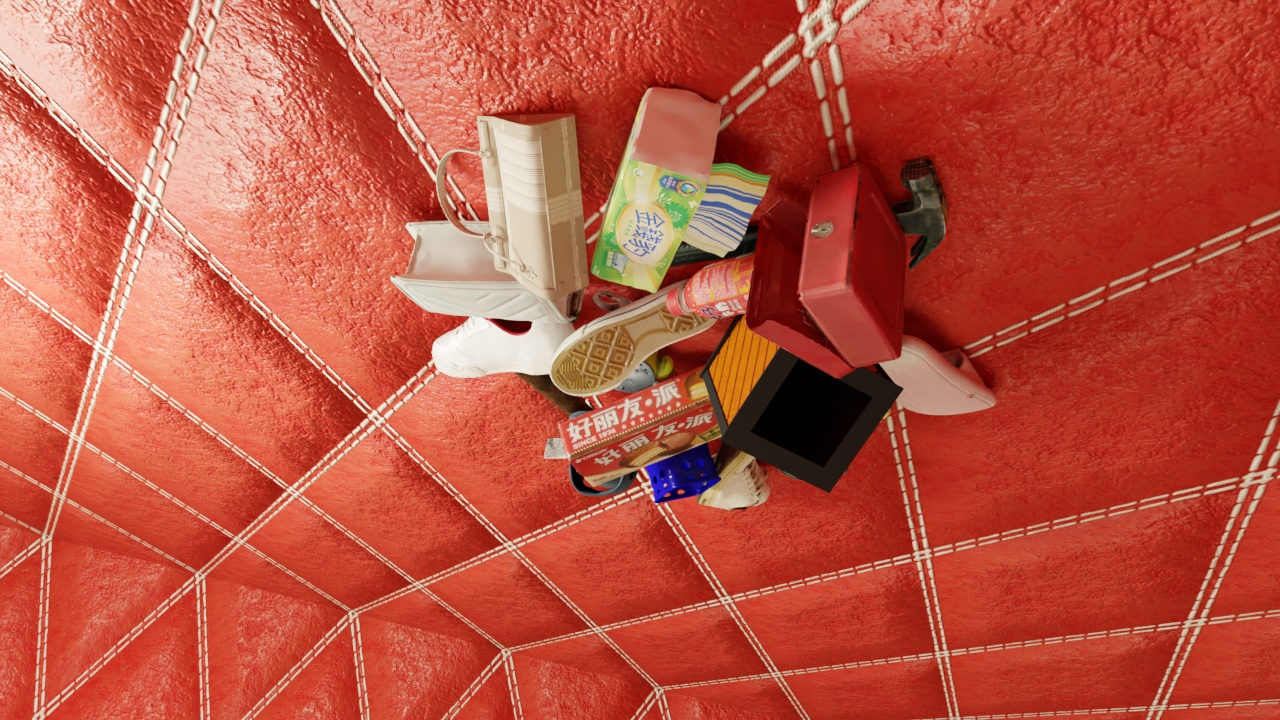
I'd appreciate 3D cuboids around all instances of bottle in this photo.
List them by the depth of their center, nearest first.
[{"bbox_3d":[0.090,-0.077,1.008,0.138,0.061,0.062,-13,140,39],"label":"bottle"}]

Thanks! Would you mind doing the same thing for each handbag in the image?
[{"bbox_3d":[-0.149,-0.173,0.969,0.198,0.062,0.176,17,122,38],"label":"handbag"},{"bbox_3d":[-0.177,-0.103,1.101,0.199,0.096,0.142,4,163,15],"label":"handbag"}]

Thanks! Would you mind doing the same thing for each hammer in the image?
[{"bbox_3d":[0.161,-0.133,0.977,0.319,0.032,0.130,-5,144,29],"label":"hammer"},{"bbox_3d":[-0.130,0.074,1.386,0.218,0.037,0.300,-7,149,30],"label":"hammer"}]

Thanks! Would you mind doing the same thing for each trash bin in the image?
[{"bbox_3d":[0.171,0.024,1.031,0.139,0.171,0.140,26,108,-14],"label":"trash bin"}]

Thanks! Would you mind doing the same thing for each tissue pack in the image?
[{"bbox_3d":[0.043,-0.157,0.915,0.141,0.120,0.198,16,155,-7],"label":"tissue pack"}]

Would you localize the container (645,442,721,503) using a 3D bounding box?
[{"bbox_3d":[0.053,0.139,1.350,0.085,0.113,0.085,-6,158,-28],"label":"container"}]

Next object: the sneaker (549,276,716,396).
[{"bbox_3d":[-0.008,-0.041,1.133,0.241,0.087,0.118,-28,116,18],"label":"sneaker"}]

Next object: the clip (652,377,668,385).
[{"bbox_3d":[0.004,0.023,1.295,0.076,0.023,0.061,7,149,16],"label":"clip"}]

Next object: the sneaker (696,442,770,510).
[{"bbox_3d":[0.158,0.182,1.418,0.102,0.088,0.242,23,153,2],"label":"sneaker"}]

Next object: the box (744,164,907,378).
[{"bbox_3d":[0.194,-0.084,0.866,0.137,0.157,0.127,29,142,-25],"label":"box"}]

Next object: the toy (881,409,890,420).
[{"bbox_3d":[0.262,0.064,1.205,0.155,0.064,0.171,-13,148,-3],"label":"toy"}]

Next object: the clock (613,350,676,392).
[{"bbox_3d":[-0.007,0.007,1.233,0.119,0.056,0.083,37,136,-28],"label":"clock"}]

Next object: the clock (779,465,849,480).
[{"bbox_3d":[0.256,0.138,1.347,0.090,0.053,0.125,30,145,-26],"label":"clock"}]

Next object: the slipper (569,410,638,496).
[{"bbox_3d":[-0.061,0.164,1.406,0.101,0.082,0.264,4,152,7],"label":"slipper"}]

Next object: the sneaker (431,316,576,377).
[{"bbox_3d":[-0.194,-0.043,1.223,0.237,0.090,0.104,0,126,34],"label":"sneaker"}]

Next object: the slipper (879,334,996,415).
[{"bbox_3d":[0.350,0.019,1.119,0.107,0.055,0.221,-16,147,42],"label":"slipper"}]

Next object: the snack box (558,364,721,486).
[{"bbox_3d":[0.018,0.088,1.252,0.236,0.060,0.113,-22,150,4],"label":"snack box"}]
